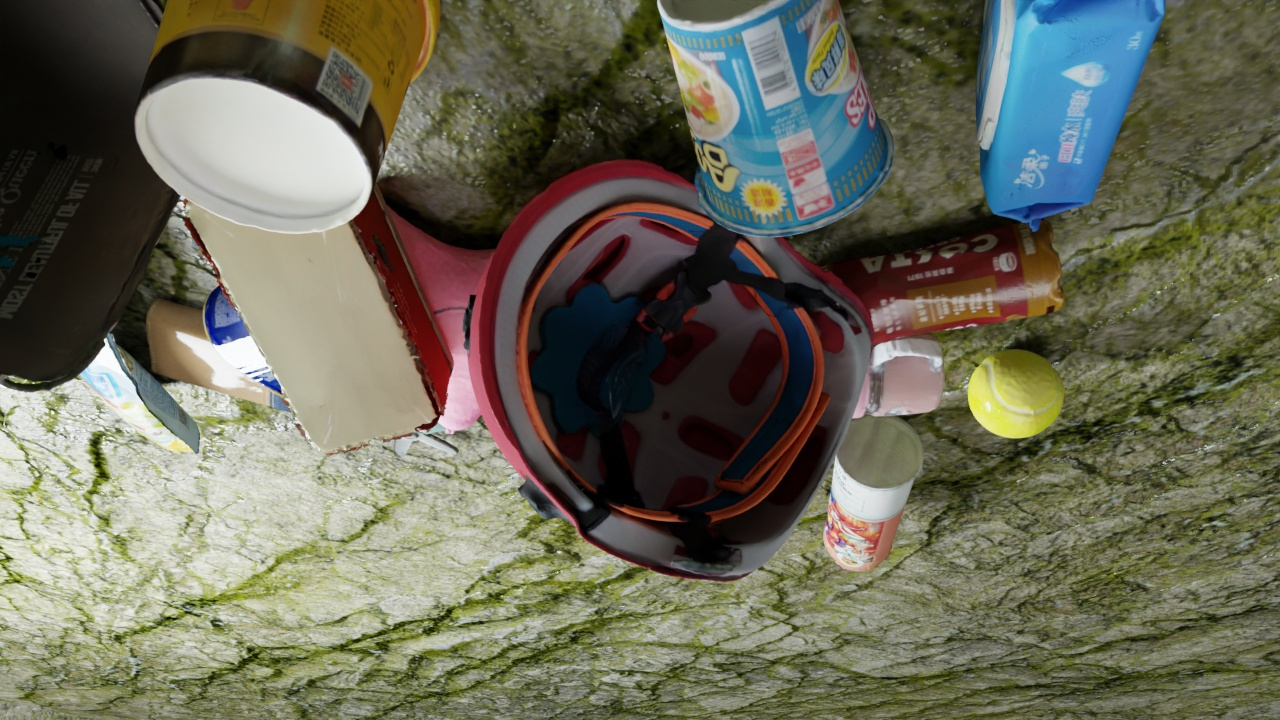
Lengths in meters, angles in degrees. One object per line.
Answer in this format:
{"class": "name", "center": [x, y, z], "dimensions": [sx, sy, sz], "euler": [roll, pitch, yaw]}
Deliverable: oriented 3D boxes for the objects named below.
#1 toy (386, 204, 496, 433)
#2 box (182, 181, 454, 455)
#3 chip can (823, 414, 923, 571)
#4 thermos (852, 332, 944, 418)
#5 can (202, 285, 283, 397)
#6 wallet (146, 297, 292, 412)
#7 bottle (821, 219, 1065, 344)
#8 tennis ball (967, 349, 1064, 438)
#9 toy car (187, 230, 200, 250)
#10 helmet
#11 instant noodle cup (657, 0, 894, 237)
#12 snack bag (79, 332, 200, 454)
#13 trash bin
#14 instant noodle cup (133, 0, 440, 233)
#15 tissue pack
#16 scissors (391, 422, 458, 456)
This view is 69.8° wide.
{"class": "toy", "center": [-0.107, -0.017, 0.609], "dimensions": [0.194, 0.074, 0.179], "euler": [10, 128, -7]}
{"class": "box", "center": [-0.174, -0.031, 0.507], "dimensions": [0.091, 0.077, 0.168], "euler": [-15, 119, 5]}
{"class": "chip can", "center": [0.209, 0.127, 0.843], "dimensions": [0.071, 0.071, 0.215], "euler": [-2, 149, 7]}
{"class": "thermos", "center": [0.110, 0.005, 0.647], "dimensions": [0.199, 0.067, 0.087], "euler": [1, 161, 5]}
{"class": "can", "center": [-0.228, -0.009, 0.642], "dimensions": [0.049, 0.074, 0.148], "euler": [-14, 145, 30]}
{"class": "wallet", "center": [-0.309, -0.001, 0.695], "dimensions": [0.115, 0.033, 0.090], "euler": [16, 144, -13]}
{"class": "bottle", "center": [0.167, -0.043, 0.576], "dimensions": [0.175, 0.057, 0.057], "euler": [-11, 147, 20]}
{"class": "tennis ball", "center": [0.274, 0.024, 0.672], "dimensions": [0.065, 0.065, 0.066], "euler": [2, 149, 1]}
{"class": "toy car", "center": [-0.233, -0.095, 0.538], "dimensions": [0.043, 0.034, 0.091], "euler": [23, 129, -23]}
{"class": "helmet", "center": [-0.003, 0.003, 0.527], "dimensions": [0.240, 0.206, 0.144], "euler": [36, 163, -24]}
{"class": "instant noodle cup", "center": [0.057, -0.128, 0.416], "dimensions": [0.099, 0.099, 0.110], "euler": [-9, 141, 18]}
{"class": "snack bag", "center": [-0.397, 0.004, 0.683], "dimensions": [0.110, 0.038, 0.191], "euler": [39, 156, 18]}
{"class": "trash bin", "center": [-0.352, -0.108, 0.388], "dimensions": [0.220, 0.198, 0.199], "euler": [2, 149, 12]}
{"class": "instant noodle cup", "center": [-0.154, -0.129, 0.401], "dimensions": [0.118, 0.114, 0.119], "euler": [1, 149, 0]}
{"class": "tissue pack", "center": [0.173, -0.137, 0.387], "dimensions": [0.052, 0.094, 0.157], "euler": [2, 149, 12]}
{"class": "scissors", "center": [-0.203, 0.040, 0.775], "dimensions": [0.180, 0.019, 0.170], "euler": [-26, 137, 37]}
